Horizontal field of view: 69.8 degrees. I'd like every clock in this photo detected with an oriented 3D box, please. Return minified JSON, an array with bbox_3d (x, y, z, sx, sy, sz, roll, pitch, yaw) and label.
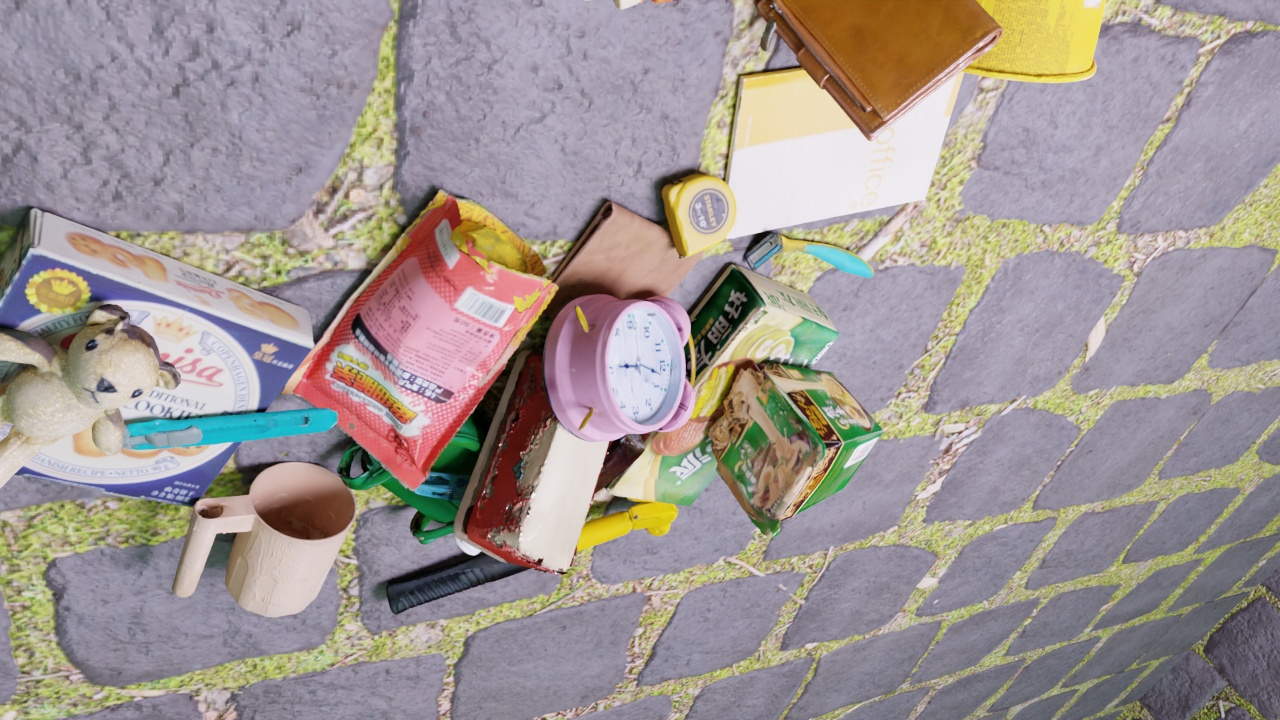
[{"bbox_3d":[-0.004,0.004,0.731,0.158,0.060,0.117,-5,91,-53],"label":"clock"}]

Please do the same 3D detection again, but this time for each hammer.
[{"bbox_3d":[-0.104,0.192,0.923,0.300,0.032,0.129,-17,158,-8],"label":"hammer"}]

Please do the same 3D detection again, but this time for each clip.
[{"bbox_3d":[-0.155,0.101,0.735,0.057,0.047,0.014,13,131,-24],"label":"clip"}]

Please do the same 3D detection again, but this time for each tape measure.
[{"bbox_3d":[0.045,-0.117,0.721,0.057,0.029,0.060,-25,115,-17],"label":"tape measure"}]

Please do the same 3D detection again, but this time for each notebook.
[{"bbox_3d":[0.164,-0.177,0.749,0.206,0.010,0.146,-13,136,-18],"label":"notebook"}]

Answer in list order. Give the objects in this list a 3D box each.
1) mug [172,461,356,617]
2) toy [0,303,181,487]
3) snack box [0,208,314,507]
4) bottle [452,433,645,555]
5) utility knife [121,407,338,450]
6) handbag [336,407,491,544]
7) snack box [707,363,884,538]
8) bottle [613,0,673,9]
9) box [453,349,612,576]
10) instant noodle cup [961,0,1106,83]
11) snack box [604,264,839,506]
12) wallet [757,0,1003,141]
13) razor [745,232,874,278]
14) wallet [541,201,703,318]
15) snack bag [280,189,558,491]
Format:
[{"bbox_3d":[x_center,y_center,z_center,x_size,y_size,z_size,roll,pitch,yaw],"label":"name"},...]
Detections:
[{"bbox_3d":[-0.305,0.149,0.743,0.124,0.084,0.104,0,133,-42],"label":"mug"},{"bbox_3d":[-0.359,0.032,0.547,0.157,0.066,0.105,-35,121,-5],"label":"toy"},{"bbox_3d":[-0.349,0.011,0.617,0.177,0.045,0.183,24,117,-43],"label":"snack box"},{"bbox_3d":[-0.089,0.109,0.833,0.195,0.079,0.044,-38,143,12],"label":"bottle"},{"bbox_3d":[-0.290,0.048,0.644,0.151,0.013,0.029,-5,137,-28],"label":"utility knife"},{"bbox_3d":[-0.173,0.095,0.780,0.120,0.068,0.131,-34,138,4],"label":"handbag"},{"bbox_3d":[0.142,0.070,0.807,0.105,0.117,0.118,-7,137,-34],"label":"snack box"},{"bbox_3d":[0.031,-0.253,0.567,0.149,0.066,0.067,-19,137,-2],"label":"bottle"},{"bbox_3d":[-0.072,0.081,0.743,0.081,0.168,0.091,4,155,31],"label":"box"},{"bbox_3d":[0.260,-0.266,0.633,0.137,0.138,0.110,-10,126,-21],"label":"instant noodle cup"},{"bbox_3d":[0.063,0.031,0.854,0.114,0.063,0.241,17,120,-42],"label":"snack box"},{"bbox_3d":[0.149,-0.224,0.610,0.119,0.130,0.035,-39,164,14],"label":"wallet"},{"bbox_3d":[0.157,-0.091,0.815,0.132,0.028,0.043,7,150,-30],"label":"razor"},{"bbox_3d":[-0.019,-0.067,0.748,0.101,0.020,0.115,18,122,-38],"label":"wallet"},{"bbox_3d":[-0.160,-0.012,0.671,0.128,0.073,0.208,38,110,-6],"label":"snack bag"}]
